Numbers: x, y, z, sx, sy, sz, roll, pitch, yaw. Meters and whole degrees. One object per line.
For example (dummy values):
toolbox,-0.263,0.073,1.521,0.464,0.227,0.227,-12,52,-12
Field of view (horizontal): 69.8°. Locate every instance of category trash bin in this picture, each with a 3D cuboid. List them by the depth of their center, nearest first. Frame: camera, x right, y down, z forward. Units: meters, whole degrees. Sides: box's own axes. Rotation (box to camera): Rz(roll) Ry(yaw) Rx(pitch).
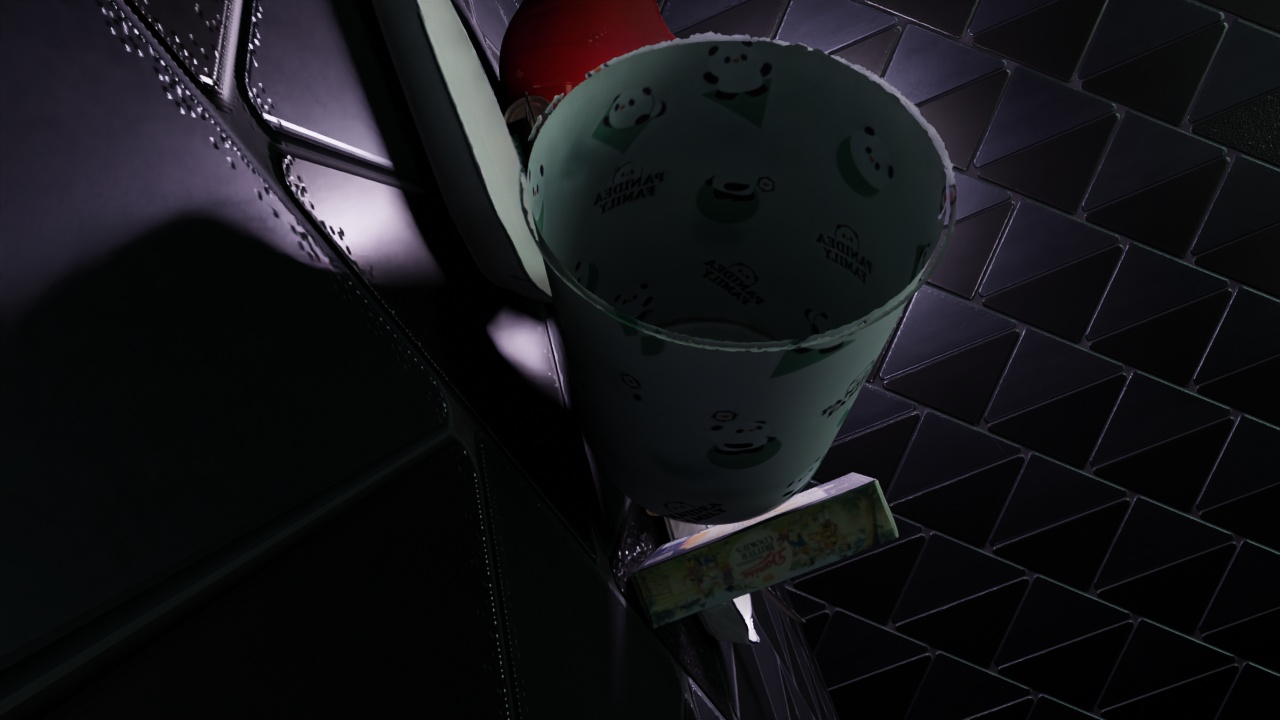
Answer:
trash bin,0.051,-0.030,0.583,0.252,0.229,0.229,89,-15,-56

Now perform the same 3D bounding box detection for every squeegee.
squeegee,0.090,0.203,1.181,0.247,0.040,0.249,45,10,-27

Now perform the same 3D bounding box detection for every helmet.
helmet,-0.056,-0.292,1.004,0.240,0.207,0.143,54,49,-37

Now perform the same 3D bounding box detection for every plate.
plate,-0.117,-0.155,0.604,0.162,0.034,0.265,28,40,-81
plate,0.065,0.187,0.921,0.204,0.045,0.205,-18,89,-84

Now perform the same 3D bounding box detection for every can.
can,-0.095,-0.213,0.963,0.134,0.053,0.053,58,11,-61

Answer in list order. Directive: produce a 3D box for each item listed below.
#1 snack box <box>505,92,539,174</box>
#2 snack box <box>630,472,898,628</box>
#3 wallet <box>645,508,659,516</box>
snack box,-0.082,-0.131,0.754,0.126,0.053,0.113,57,12,-60
snack box,0.094,0.139,0.702,0.178,0.182,0.045,32,37,-80
wallet,0.033,0.086,0.856,0.033,0.090,0.115,41,15,-17
